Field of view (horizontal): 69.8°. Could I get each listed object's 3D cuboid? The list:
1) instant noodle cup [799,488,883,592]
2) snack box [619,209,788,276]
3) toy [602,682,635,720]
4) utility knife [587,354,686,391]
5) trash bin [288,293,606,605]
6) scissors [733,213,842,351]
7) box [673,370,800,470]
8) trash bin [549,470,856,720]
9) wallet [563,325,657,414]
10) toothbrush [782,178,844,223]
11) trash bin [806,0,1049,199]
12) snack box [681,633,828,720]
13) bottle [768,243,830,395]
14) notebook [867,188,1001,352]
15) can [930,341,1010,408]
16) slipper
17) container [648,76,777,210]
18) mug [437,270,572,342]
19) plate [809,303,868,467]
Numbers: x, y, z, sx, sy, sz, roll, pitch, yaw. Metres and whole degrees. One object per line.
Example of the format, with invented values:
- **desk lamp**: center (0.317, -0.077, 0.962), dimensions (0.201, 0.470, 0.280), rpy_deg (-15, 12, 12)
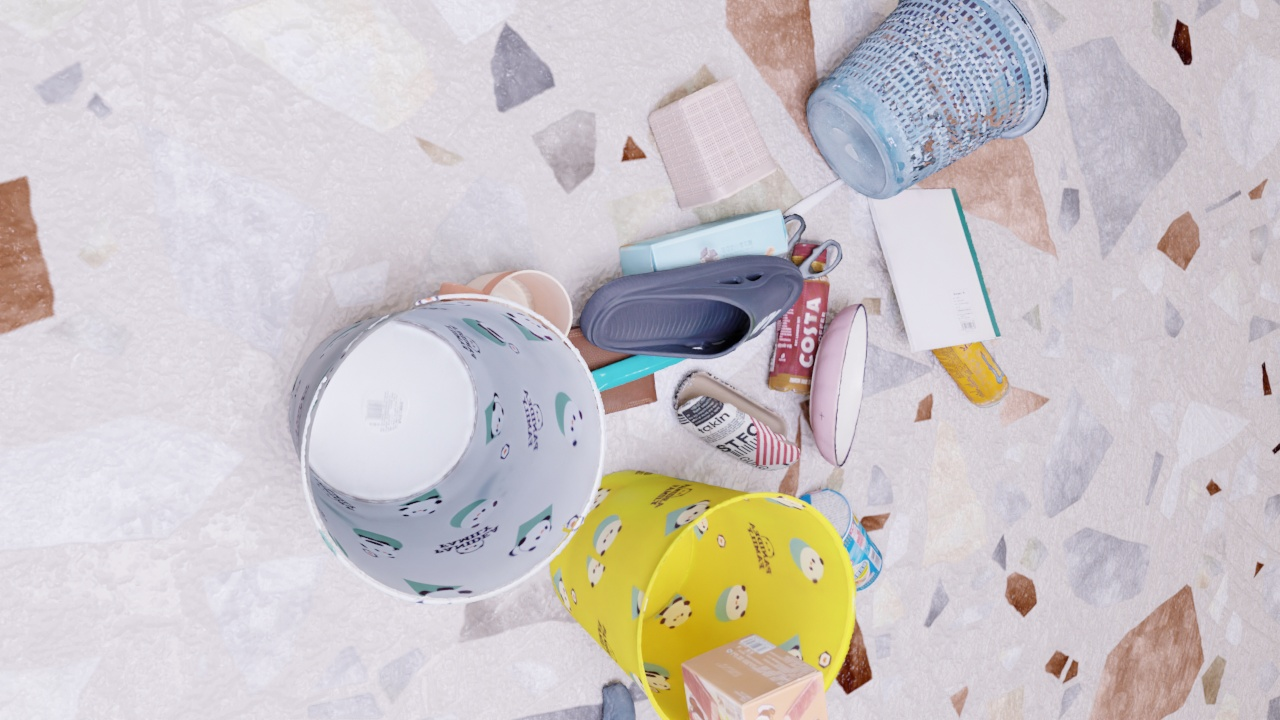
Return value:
- **instant noodle cup**: center (0.239, 0.226, 1.115), dimensions (0.110, 0.099, 0.099), rpy_deg (45, 74, -31)
- **snack box**: center (0.069, -0.121, 1.000), dimensions (0.174, 0.074, 0.051), rpy_deg (-19, 104, -25)
- **toy**: center (0.001, 0.539, 1.020), dimensions (0.137, 0.092, 0.356), rpy_deg (-39, 115, -50)
- **utility knife**: center (-0.006, 0.006, 0.968), dimensions (0.174, 0.013, 0.029), rpy_deg (-20, 109, -37)
- **trash bin**: center (-0.185, 0.058, 0.779), dimensions (0.229, 0.252, 0.229), rpy_deg (-2, 95, -27)
- **scissors**: center (0.157, -0.088, 1.048), dimensions (0.163, 0.014, 0.165), rpy_deg (-2, 76, 14)
- **box**: center (0.109, 0.067, 1.053), dimensions (0.163, 0.076, 0.086), rpy_deg (27, 42, -28)
- **trash bin**: center (0.042, 0.219, 0.911), dimensions (0.229, 0.256, 0.229), rpy_deg (-3, 96, -28)
- **wallet**: center (-0.040, 0.009, 0.979), dimensions (0.124, 0.032, 0.101), rpy_deg (-12, 103, -26)
- **toothbrush**: center (0.237, -0.212, 1.114), dimensions (0.179, 0.016, 0.016), rpy_deg (-35, 104, -21)
- **trash bin**: center (0.308, -0.299, 1.051), dimensions (0.195, 0.226, 0.226), rpy_deg (-38, 111, -7)
- **snack box**: center (0.094, 0.292, 0.746), dimensions (0.077, 0.093, 0.094), rpy_deg (-13, 100, -26)
- **bottle**: center (0.189, -0.048, 1.079), dimensions (0.057, 0.057, 0.175), rpy_deg (7, 91, -28)
- **notebook**: center (0.373, -0.119, 1.159), dimensions (0.150, 0.012, 0.209), rpy_deg (-8, 78, -27)
- **can**: center (0.428, -0.004, 1.210), dimensions (0.146, 0.058, 0.058), rpy_deg (46, 73, -23)
- **slipper**: center (0.067, -0.039, 0.945), dimensions (0.267, 0.083, 0.111), rpy_deg (-8, 140, -31)
- **container**: center (0.074, -0.233, 0.986), dimensions (0.090, 0.090, 0.111), rpy_deg (-31, 105, -23)
- **mug**: center (-0.138, -0.049, 0.877), dimensions (0.114, 0.106, 0.081), rpy_deg (16, 86, -28)
- **plate**: center (0.230, 0.027, 1.074), dimensions (0.192, 0.039, 0.192), rpy_deg (8, 90, -69)
